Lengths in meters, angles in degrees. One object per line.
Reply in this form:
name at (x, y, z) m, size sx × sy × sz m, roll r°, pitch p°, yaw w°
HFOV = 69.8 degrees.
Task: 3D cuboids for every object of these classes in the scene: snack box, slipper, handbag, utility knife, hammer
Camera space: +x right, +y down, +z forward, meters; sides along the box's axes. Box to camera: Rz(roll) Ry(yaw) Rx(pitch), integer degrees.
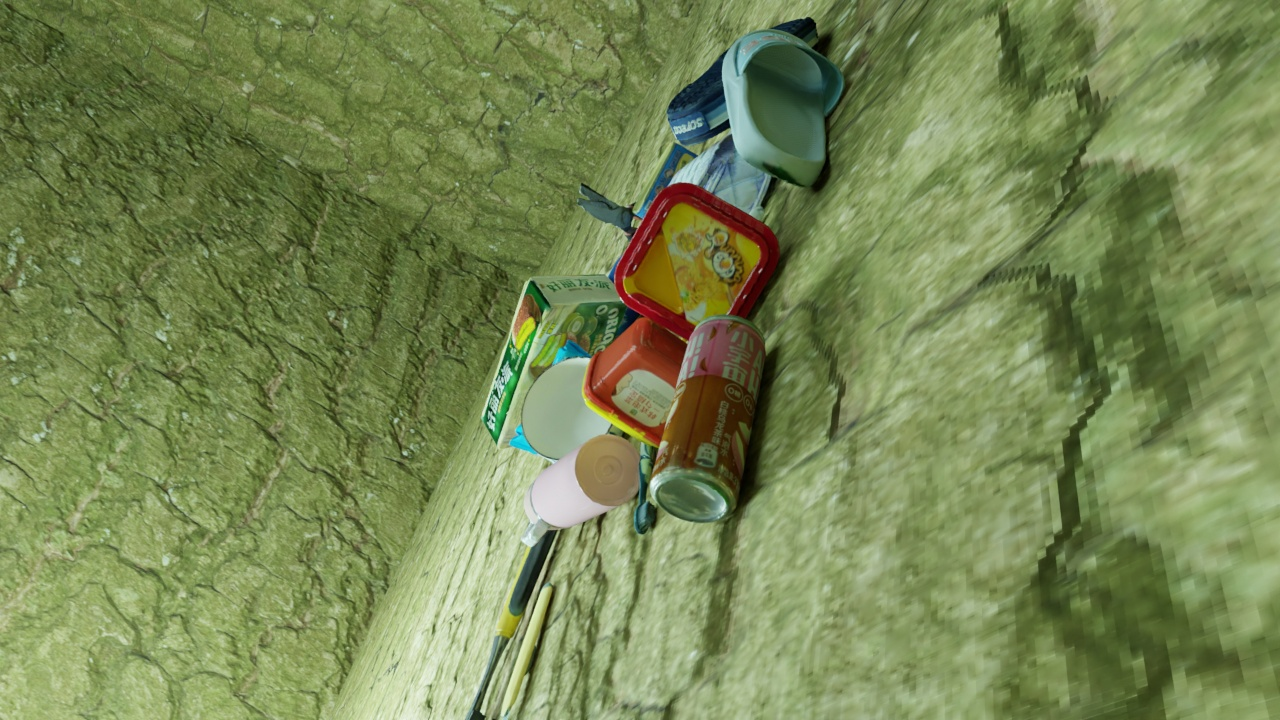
snack box at (0.007, 0.018, 0.788) m, size 0.080 × 0.091 × 0.081 m, roll -47°, pitch 18°, yaw 29°
slipper at (0.131, -0.243, 0.822) m, size 0.074 × 0.104 × 0.244 m, roll -56°, pitch 17°, yaw 40°
snack box at (-0.111, 0.004, 1.146) m, size 0.063 × 0.114 × 0.241 m, roll 54°, pitch 135°, yaw 35°
handbag at (0.065, -0.160, 0.972) m, size 0.134 × 0.075 × 0.194 m, roll -64°, pitch 12°, yaw -5°
utility knife at (-0.112, 0.283, 0.853) m, size 0.031 × 0.021 × 0.197 m, roll -59°, pitch 4°, yaw 40°
hammer at (-0.133, 0.268, 0.951) m, size 0.126 × 0.032 × 0.322 m, roll -46°, pitch 19°, yaw 53°
slipper at (0.123, -0.286, 0.976) m, size 0.105 × 0.095 × 0.252 m, roll -2°, pitch 33°, yaw 41°

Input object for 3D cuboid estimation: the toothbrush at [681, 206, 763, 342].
toothbrush at (0.068, -0.065, 0.889) m, size 0.191 × 0.016 × 0.018 m, roll -60°, pitch 5°, yaw 11°

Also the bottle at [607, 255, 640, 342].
bottle at (-0.014, -0.089, 1.152) m, size 0.219 × 0.065 × 0.065 m, roll -53°, pitch 14°, yaw 45°

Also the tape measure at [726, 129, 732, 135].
tape measure at (0.114, -0.244, 1.056) m, size 0.066 × 0.033 × 0.065 m, roll -38°, pitch 25°, yaw 59°

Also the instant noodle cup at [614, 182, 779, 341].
instant noodle cup at (0.050, -0.085, 0.803) m, size 0.116 × 0.116 × 0.123 m, roll -60°, pitch 0°, yaw 11°

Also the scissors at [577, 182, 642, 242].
scissors at (-0.012, -0.186, 1.137) m, size 0.015 × 0.205 × 0.196 m, roll 7°, pitch 47°, yaw 31°

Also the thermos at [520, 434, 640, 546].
thermos at (-0.068, 0.132, 0.886) m, size 0.087 × 0.067 × 0.199 m, roll -56°, pitch 9°, yaw -28°

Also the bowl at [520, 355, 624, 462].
bowl at (-0.063, 0.061, 0.985) m, size 0.116 × 0.116 × 0.066 m, roll -64°, pitch -32°, yaw -12°

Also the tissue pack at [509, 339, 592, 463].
tissue pack at (-0.081, 0.055, 1.065) m, size 0.140 × 0.090 × 0.063 m, roll -63°, pitch 10°, yaw -5°

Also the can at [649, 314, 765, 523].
can at (0.049, 0.037, 0.629) m, size 0.058 × 0.058 × 0.147 m, roll -50°, pitch 17°, yaw 46°

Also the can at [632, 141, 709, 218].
can at (0.050, -0.202, 1.109) m, size 0.102 × 0.083 × 0.057 m, roll -61°, pitch 12°, yaw 3°

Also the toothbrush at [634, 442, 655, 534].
toothbrush at (0.008, 0.086, 0.803) m, size 0.018 × 0.016 × 0.191 m, roll -45°, pitch 18°, yaw 24°
